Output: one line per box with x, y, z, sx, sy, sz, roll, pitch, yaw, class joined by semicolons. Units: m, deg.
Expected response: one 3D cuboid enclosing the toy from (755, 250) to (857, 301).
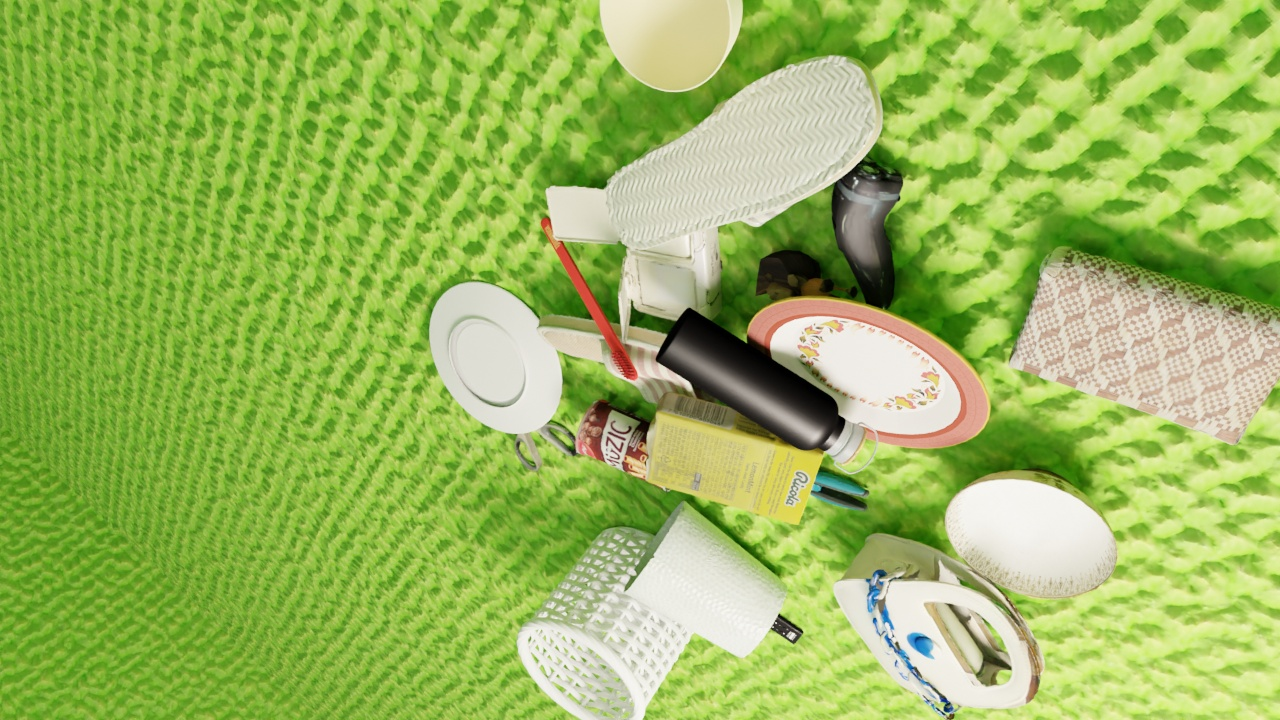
0.151;-0.067;0.838;0.100;0.062;0.076;20;154;47;toy

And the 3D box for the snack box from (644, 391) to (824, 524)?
0.096;0.101;0.973;0.181;0.045;0.121;14;134;8;snack box

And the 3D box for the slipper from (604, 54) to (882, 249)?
0.082;-0.172;0.795;0.273;0.053;0.114;-21;85;35;slipper

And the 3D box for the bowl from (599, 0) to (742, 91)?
0.036;-0.288;0.744;0.118;0.073;0.118;20;132;23;bowl

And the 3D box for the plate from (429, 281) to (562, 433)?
-0.189;0.002;1.156;0.209;0.015;0.209;15;121;26;plate

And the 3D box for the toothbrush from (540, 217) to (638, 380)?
-0.058;-0.068;0.964;0.012;0.017;0.212;-38;69;23;toothbrush

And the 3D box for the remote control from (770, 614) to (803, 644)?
0.145;0.319;1.188;0.140;0.009;0.030;32;136;12;remote control

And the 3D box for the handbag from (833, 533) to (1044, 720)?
0.306;0.278;0.939;0.200;0.092;0.200;54;153;-13;handbag

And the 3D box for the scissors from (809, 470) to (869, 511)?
0.179;0.135;1.012;0.136;0.019;0.139;-24;108;45;scissors

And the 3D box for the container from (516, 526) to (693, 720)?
-0.034;0.350;1.214;0.189;0.186;0.190;20;132;23;container

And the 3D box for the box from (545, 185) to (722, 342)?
-0.022;-0.097;0.918;0.184;0.098;0.144;13;129;28;box

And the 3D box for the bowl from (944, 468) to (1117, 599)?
0.365;0.146;0.851;0.145;0.063;0.145;20;133;22;bowl

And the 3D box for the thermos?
0.128;0.035;0.883;0.231;0.061;0.061;32;137;-5;thermos

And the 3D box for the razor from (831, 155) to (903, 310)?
0.201;-0.107;0.787;0.064;0.052;0.140;-14;122;13;razor

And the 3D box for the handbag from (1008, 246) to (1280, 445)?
0.396;-0.015;0.716;0.186;0.046;0.124;22;141;21;handbag

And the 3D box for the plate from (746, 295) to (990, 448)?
0.208;0.009;0.852;0.230;0.021;0.230;24;155;12;plate

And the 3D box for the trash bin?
0.082;0.271;1.116;0.161;0.133;0.134;34;137;3;trash bin

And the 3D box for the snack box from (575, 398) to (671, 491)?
-0.008;0.100;1.083;0.121;0.072;0.072;22;133;21;snack box

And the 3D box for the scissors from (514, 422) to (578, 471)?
-0.149;0.088;1.220;0.158;0.012;0.171;18;132;22;scissors

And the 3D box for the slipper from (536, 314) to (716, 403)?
-0.006;0.006;0.999;0.263;0.052;0.115;15;161;31;slipper
